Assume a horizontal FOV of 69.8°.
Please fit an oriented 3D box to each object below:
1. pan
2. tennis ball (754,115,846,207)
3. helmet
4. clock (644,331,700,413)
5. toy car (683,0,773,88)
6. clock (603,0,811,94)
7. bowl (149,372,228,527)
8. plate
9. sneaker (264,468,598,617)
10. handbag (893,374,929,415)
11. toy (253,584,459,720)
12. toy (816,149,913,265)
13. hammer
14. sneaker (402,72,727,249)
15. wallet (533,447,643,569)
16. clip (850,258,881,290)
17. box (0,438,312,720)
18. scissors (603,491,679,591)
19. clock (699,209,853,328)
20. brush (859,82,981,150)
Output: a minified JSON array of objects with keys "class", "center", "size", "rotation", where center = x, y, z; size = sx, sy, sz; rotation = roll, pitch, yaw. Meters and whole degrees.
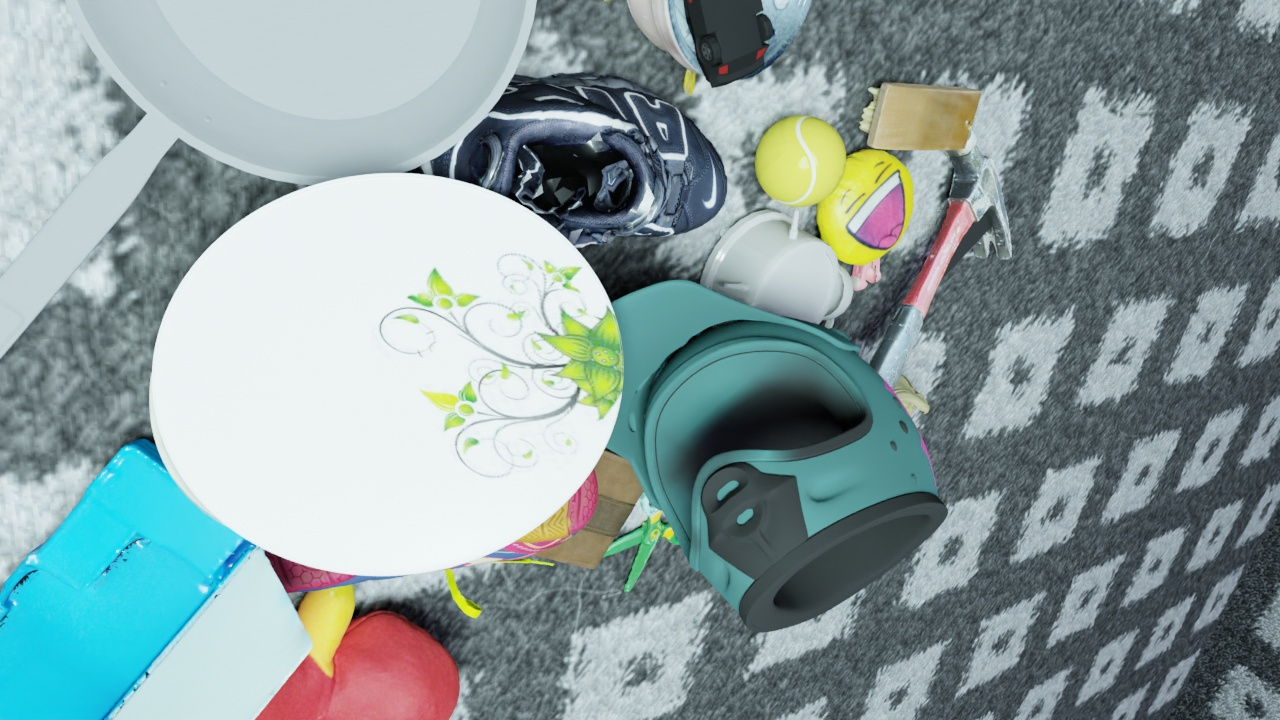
[{"class":"pan","center":[-0.201,-0.125,0.417],"size":[0.357,0.050,0.200],"rotation":[-43,115,13]},{"class":"tennis ball","center":[0.116,-0.144,0.666],"size":[0.065,0.065,0.065],"rotation":[-20,126,-30]},{"class":"helmet","center":[0.074,0.054,0.602],"size":[0.177,0.200,0.274],"rotation":[-43,152,16]},{"class":"clock","center":[-0.004,0.004,0.674],"size":[0.123,0.042,0.087],"rotation":[-30,131,-20]},{"class":"toy car","center":[0.043,-0.202,0.511],"size":[0.042,0.036,0.092],"rotation":[-28,120,-18]},{"class":"clock","center":[0.057,-0.251,0.559],"size":[0.158,0.059,0.116],"rotation":[-54,135,1]},{"class":"bowl","center":[-0.181,0.009,0.512],"size":[0.176,0.058,0.177],"rotation":[-12,111,-34]},{"class":"plate","center":[-0.123,0.012,0.476],"size":[0.229,0.030,0.230],"rotation":[-7,119,-14]},{"class":"sneaker","center":[-0.148,0.108,0.585],"size":[0.241,0.116,0.091],"rotation":[-5,165,-14]},{"class":"handbag","center":[0.171,0.109,0.857],"size":[0.190,0.088,0.233],"rotation":[17,101,-49]},{"class":"toy","center":[-0.214,0.218,0.599],"size":[0.216,0.099,0.148],"rotation":[25,106,-40]},{"class":"toy","center":[0.183,-0.124,0.744],"size":[0.095,0.041,0.094],"rotation":[-45,120,-8]},{"class":"hammer","center":[0.236,-0.035,0.787],"size":[0.140,0.036,0.325],"rotation":[47,65,-40]},{"class":"sneaker","center":[-0.017,-0.106,0.521],"size":[0.252,0.151,0.097],"rotation":[-2,115,-39]},{"class":"wallet","center":[-0.050,0.109,0.708],"size":[0.121,0.027,0.099],"rotation":[27,98,-47]},{"class":"clip","center":[0.201,-0.089,0.801],"size":[0.044,0.023,0.060],"rotation":[-8,121,-41]},{"class":"box","center":[-0.288,0.185,0.486],"size":[0.243,0.171,0.070],"rotation":[-50,164,-3]},{"class":"scissors","center":[0.011,0.142,0.791],"size":[0.125,0.011,0.130],"rotation":[-17,123,-33]},{"class":"clock","center":[0.108,-0.048,0.727],"size":[0.120,0.061,0.159],"rotation":[-46,139,-6]},{"class":"brush","center":[0.224,-0.198,0.741],"size":[0.117,0.039,0.049],"rotation":[-10,122,-36]}]
